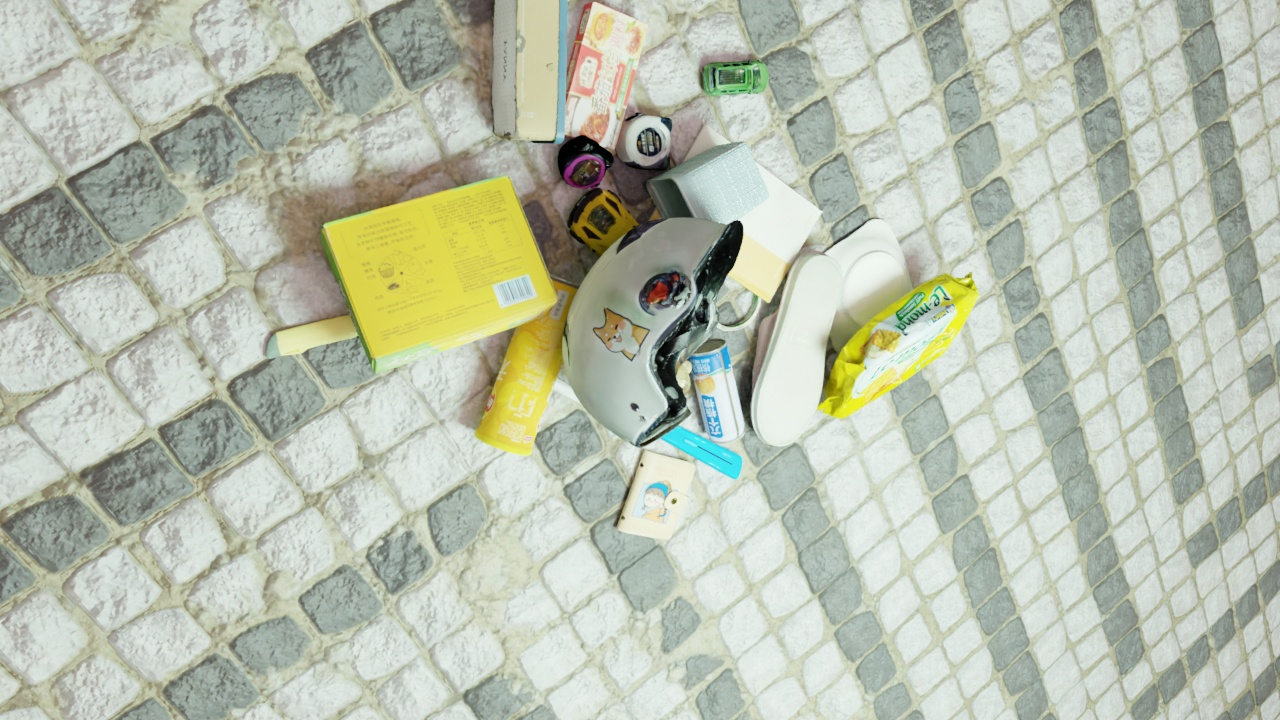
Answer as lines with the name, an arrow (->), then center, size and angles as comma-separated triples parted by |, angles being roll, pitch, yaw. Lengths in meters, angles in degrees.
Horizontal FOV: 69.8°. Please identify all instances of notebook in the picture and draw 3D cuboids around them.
notebook -> 0.126, -0.188, 1.191 | 0.206, 0.010, 0.146 | 32, 87, -23

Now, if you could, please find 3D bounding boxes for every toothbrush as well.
toothbrush -> -0.058, 0.060, 1.168 | 0.180, 0.016, 0.016 | 33, 84, -28

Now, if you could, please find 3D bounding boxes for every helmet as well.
helmet -> 0.001, -0.046, 1.033 | 0.157, 0.230, 0.274 | 19, 93, 11

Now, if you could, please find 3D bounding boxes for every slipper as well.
slipper -> 0.208, -0.016, 1.259 | 0.114, 0.054, 0.274 | 6, 103, -27

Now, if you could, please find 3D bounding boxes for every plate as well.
plate -> 0.324, -0.102, 1.307 | 0.163, 0.034, 0.164 | -36, 115, -14

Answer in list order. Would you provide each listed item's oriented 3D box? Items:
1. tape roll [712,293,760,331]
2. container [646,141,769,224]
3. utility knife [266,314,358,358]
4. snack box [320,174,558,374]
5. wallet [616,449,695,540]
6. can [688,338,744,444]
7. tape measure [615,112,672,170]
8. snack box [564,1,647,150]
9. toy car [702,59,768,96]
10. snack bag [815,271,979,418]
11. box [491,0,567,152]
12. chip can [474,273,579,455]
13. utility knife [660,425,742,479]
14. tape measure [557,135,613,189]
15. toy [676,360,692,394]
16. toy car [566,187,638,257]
tape roll -> 0.121, -0.082, 1.223 | 0.085, 0.014, 0.086 | -6, 105, -24
container -> 0.084, -0.207, 1.119 | 0.111, 0.090, 0.090 | -34, 109, -16
utility knife -> -0.306, -0.039, 1.021 | 0.215, 0.022, 0.031 | -13, 109, -16
snack box -> -0.216, -0.095, 0.991 | 0.209, 0.070, 0.157 | -21, 85, -20
wallet -> 0.024, 0.183, 1.236 | 0.087, 0.024, 0.115 | 18, 93, -23
can -> 0.102, 0.041, 1.221 | 0.053, 0.053, 0.135 | -22, 111, -20
tape measure -> 0.004, -0.264, 1.110 | 0.066, 0.034, 0.066 | 0, 100, -29
snack box -> -0.048, -0.330, 1.073 | 0.075, 0.025, 0.153 | 13, 97, -29
toy car -> 0.122, -0.353, 1.147 | 0.091, 0.036, 0.043 | -13, 106, -27
snack bag -> 0.355, -0.021, 1.289 | 0.246, 0.068, 0.158 | -31, 155, -18
box -> -0.122, -0.318, 1.005 | 0.062, 0.090, 0.184 | -6, 107, -26
chip can -> -0.128, 0.003, 1.088 | 0.072, 0.072, 0.213 | 19, 94, -29
utility knife -> 0.055, 0.106, 1.235 | 0.218, 0.018, 0.034 | 29, 89, -27
tape measure -> -0.067, -0.229, 1.068 | 0.058, 0.039, 0.057 | -37, 136, 27
toy -> -0.007, 0.007, 1.160 | 0.157, 0.066, 0.105 | 24, 80, -21
toy car -> -0.023, -0.145, 1.122 | 0.071, 0.041, 0.156 | -50, 119, -7
